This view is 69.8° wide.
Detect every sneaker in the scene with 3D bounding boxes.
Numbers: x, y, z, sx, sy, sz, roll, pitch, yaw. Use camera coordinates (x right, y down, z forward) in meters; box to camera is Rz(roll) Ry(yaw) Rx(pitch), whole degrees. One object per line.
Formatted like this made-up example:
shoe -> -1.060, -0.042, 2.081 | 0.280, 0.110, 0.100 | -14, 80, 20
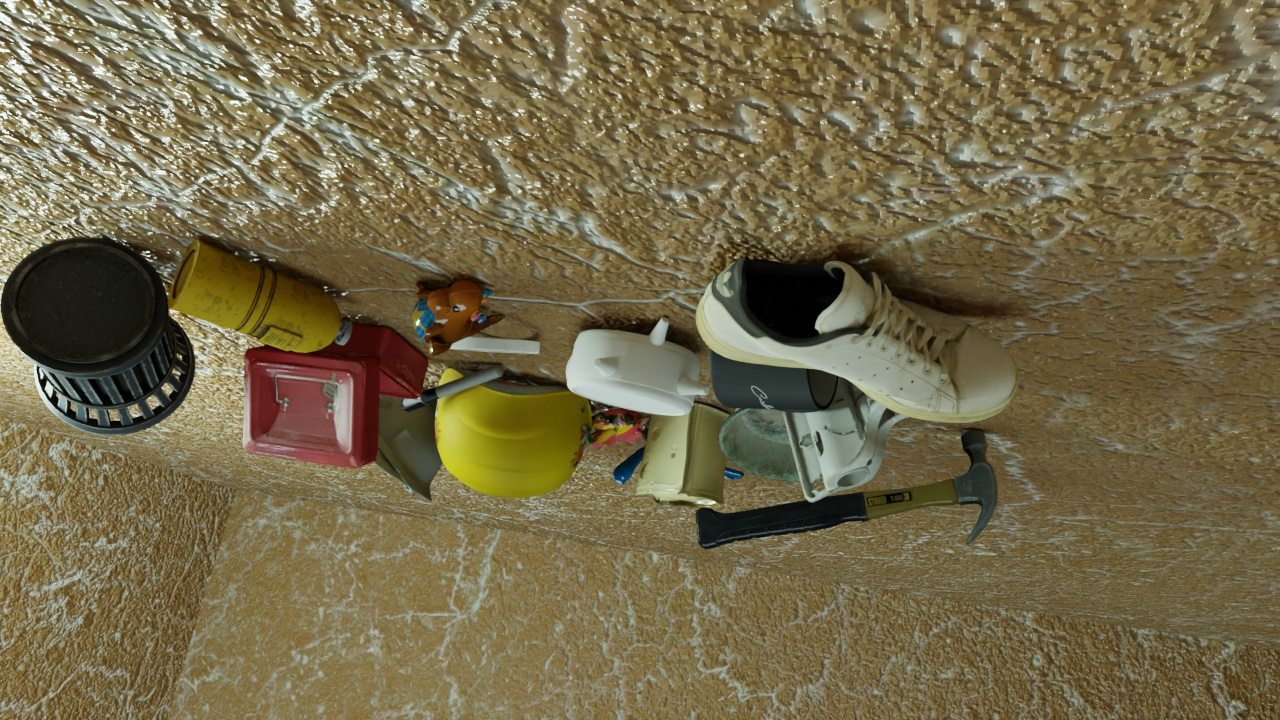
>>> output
sneaker -> 0.163, -0.028, 0.664 | 0.241, 0.088, 0.102 | 14, 155, 3

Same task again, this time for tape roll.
tape roll -> -0.150, -0.016, 0.944 | 0.093, 0.013, 0.093 | 2, 179, 0

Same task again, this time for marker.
marker -> -0.227, 0.033, 1.106 | 0.141, 0.016, 0.016 | -19, 153, 19

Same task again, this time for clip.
clip -> 0.189, 0.046, 0.827 | 0.072, 0.124, 0.143 | 19, 137, -37

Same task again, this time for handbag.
handbag -> 0.050, 0.119, 1.123 | 0.081, 0.119, 0.111 | 22, 159, -40

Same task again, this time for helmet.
helmet -> -0.169, 0.112, 1.197 | 0.209, 0.139, 0.240 | 10, 163, 2
helmet -> -0.335, 0.088, 1.279 | 0.183, 0.117, 0.271 | 37, 167, 24

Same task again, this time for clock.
clock -> -0.005, 0.006, 0.900 | 0.125, 0.072, 0.161 | 14, 170, -13

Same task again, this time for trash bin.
trash bin -> -0.570, -0.025, 0.974 | 0.164, 0.164, 0.228 | 16, 159, -18

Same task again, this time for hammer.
hammer -> 0.224, 0.166, 1.023 | 0.334, 0.117, 0.025 | -13, 153, 17

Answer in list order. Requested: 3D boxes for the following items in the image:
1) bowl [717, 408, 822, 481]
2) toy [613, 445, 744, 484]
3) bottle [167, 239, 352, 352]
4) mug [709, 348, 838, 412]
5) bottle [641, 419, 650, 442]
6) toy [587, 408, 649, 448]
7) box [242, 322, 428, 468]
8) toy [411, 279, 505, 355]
bowl -> 0.163, 0.073, 0.982 | 0.157, 0.038, 0.158 | 5, 142, 4
toy -> 0.049, 0.147, 1.305 | 0.176, 0.071, 0.113 | 3, 167, -12
bottle -> -0.364, -0.053, 0.898 | 0.163, 0.071, 0.071 | 24, 159, -37
mug -> 0.121, 0.012, 0.791 | 0.088, 0.078, 0.113 | 0, 147, 31
bottle -> 0.055, 0.107, 1.219 | 0.109, 0.036, 0.036 | 19, 161, -26
toy -> -0.029, 0.086, 1.178 | 0.084, 0.046, 0.103 | -31, 166, -5
box -> -0.348, 0.022, 1.067 | 0.157, 0.154, 0.168 | 8, -167, 14
toy -> -0.162, -0.048, 0.863 | 0.102, 0.070, 0.090 | -5, 162, -39
